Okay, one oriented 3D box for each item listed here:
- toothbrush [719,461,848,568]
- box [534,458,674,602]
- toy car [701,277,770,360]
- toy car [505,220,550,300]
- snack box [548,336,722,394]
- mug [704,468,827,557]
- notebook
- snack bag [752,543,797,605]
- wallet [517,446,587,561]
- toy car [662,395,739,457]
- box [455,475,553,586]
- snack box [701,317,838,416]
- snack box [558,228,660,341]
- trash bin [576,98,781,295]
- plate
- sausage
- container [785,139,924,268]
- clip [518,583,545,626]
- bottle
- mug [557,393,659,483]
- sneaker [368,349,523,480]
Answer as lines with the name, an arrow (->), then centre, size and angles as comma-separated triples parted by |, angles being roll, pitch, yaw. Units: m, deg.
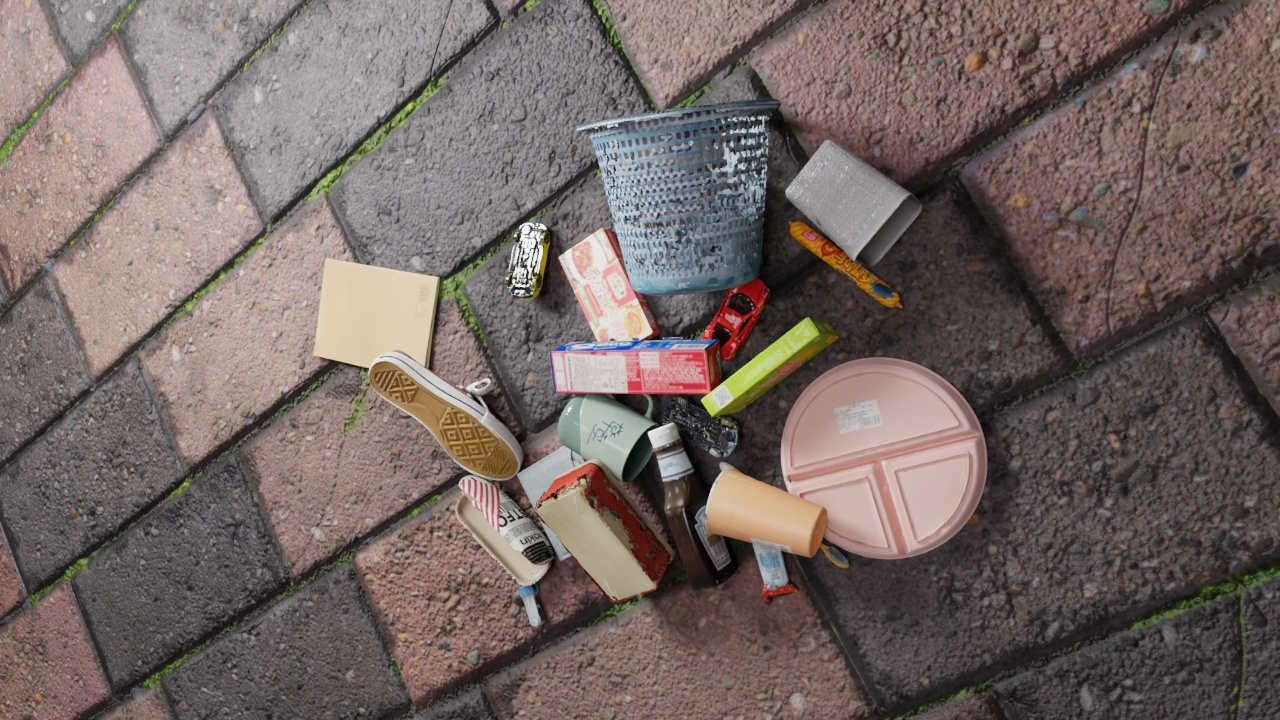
toothbrush -> 0.167, 0.179, 1.080 | 0.191, 0.018, 0.016 | 39, 69, 20
box -> -0.045, 0.212, 1.109 | 0.092, 0.078, 0.168 | -29, 105, 35
toy car -> 0.114, -0.052, 1.094 | 0.049, 0.031, 0.106 | 35, 103, 19
toy car -> -0.145, -0.131, 1.213 | 0.048, 0.032, 0.105 | 5, 83, 25
snack box -> -0.007, 0.006, 1.111 | 0.208, 0.057, 0.058 | 0, 105, 24
mug -> 0.144, 0.177, 1.042 | 0.123, 0.078, 0.078 | 16, 98, 27
notebook -> -0.388, -0.062, 1.339 | 0.212, 0.012, 0.149 | 11, 95, 24
snack bag -> 0.153, 0.233, 1.084 | 0.045, 0.026, 0.105 | -15, 81, 0
wallet -> -0.093, 0.183, 1.195 | 0.107, 0.037, 0.129 | -32, 79, 23
toy car -> 0.075, 0.080, 1.115 | 0.106, 0.031, 0.049 | 26, 106, 27
box -> -0.188, 0.229, 1.221 | 0.162, 0.075, 0.087 | 39, 112, 17
snack box -> 0.148, 0.009, 1.049 | 0.157, 0.085, 0.026 | -39, 74, 20
snack box -> -0.040, -0.084, 1.167 | 0.075, 0.025, 0.153 | -30, 79, 23
trash bin -> 0.052, -0.180, 1.035 | 0.227, 0.226, 0.195 | -1, 104, 25
plate -> 0.266, 0.111, 1.029 | 0.230, 0.028, 0.229 | 1, 92, 26
sausage -> 0.231, -0.110, 1.041 | 0.165, 0.021, 0.021 | 40, 107, 18
container -> 0.231, -0.174, 1.005 | 0.114, 0.090, 0.090 | 45, 108, 21
clip -> -0.144, 0.329, 1.234 | 0.025, 0.035, 0.057 | -24, 77, 22
bottle -> 0.058, 0.171, 1.095 | 0.044, 0.079, 0.195 | -21, 87, 30
mug -> -0.035, 0.079, 1.144 | 0.106, 0.082, 0.111 | 29, 82, 22
sneaker -> -0.250, 0.063, 1.240 | 0.241, 0.087, 0.118 | 38, 120, -3
